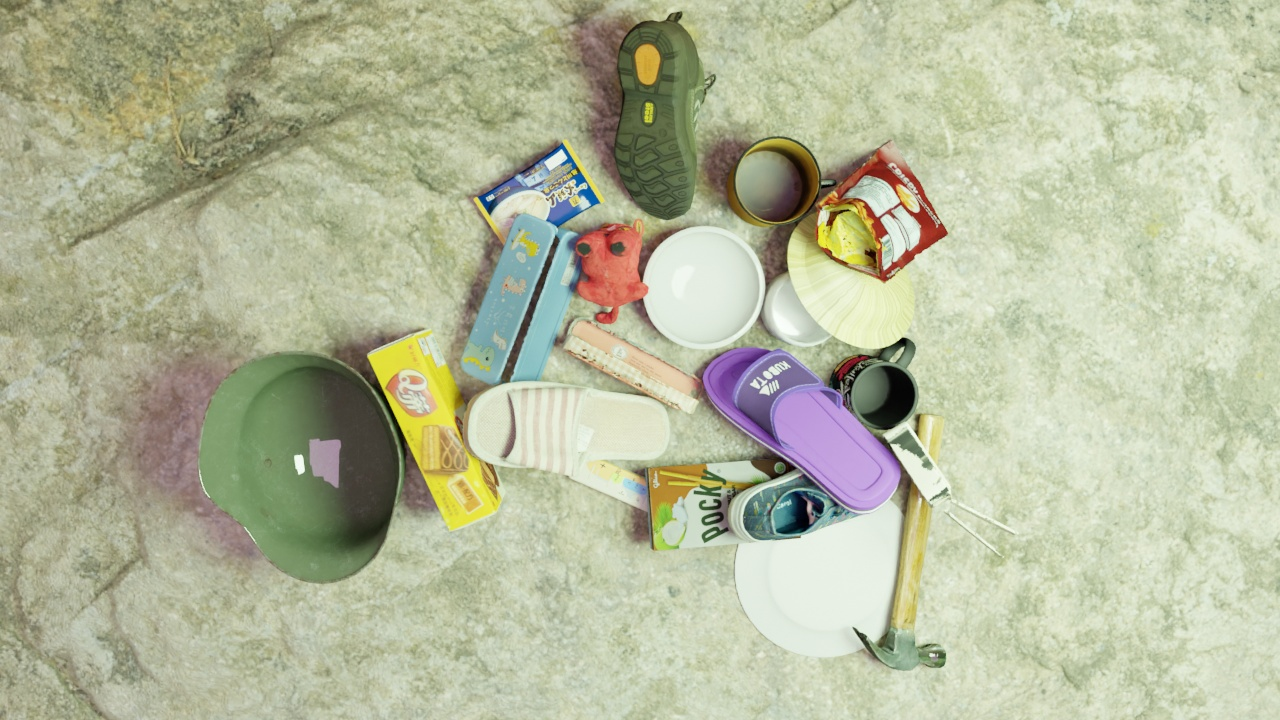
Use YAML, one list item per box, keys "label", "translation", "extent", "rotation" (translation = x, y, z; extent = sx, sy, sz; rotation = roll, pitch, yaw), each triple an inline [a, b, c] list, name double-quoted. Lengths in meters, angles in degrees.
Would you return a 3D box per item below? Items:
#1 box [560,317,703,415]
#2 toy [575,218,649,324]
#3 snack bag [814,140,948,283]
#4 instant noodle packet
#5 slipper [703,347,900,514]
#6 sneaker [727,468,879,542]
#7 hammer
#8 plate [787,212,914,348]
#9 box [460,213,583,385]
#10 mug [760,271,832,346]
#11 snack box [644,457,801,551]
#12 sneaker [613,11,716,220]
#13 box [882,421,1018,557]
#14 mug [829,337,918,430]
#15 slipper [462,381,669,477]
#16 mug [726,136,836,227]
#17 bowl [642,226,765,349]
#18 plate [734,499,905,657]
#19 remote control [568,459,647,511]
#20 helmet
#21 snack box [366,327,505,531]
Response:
- label: "box"
  translation: [-0.007, 0.007, 1.134]
  extent: [0.187, 0.057, 0.070]
  rotation: [27, 62, -7]
- label: "toy"
  translation: [-0.028, -0.108, 1.119]
  extent: [0.088, 0.093, 0.133]
  rotation: [7, 123, 7]
- label: "snack bag"
  translation: [0.294, -0.175, 1.083]
  extent: [0.139, 0.067, 0.207]
  rotation: [51, 50, 1]
- label: "instant noodle packet"
  translation: [-0.123, -0.196, 1.120]
  extent: [0.134, 0.026, 0.087]
  rotation: [-33, 101, 0]
- label: "slipper"
  translation: [0.188, 0.063, 1.073]
  extent: [0.107, 0.084, 0.266]
  rotation: [-42, 65, -12]
- label: "sneaker"
  translation: [0.221, 0.165, 1.113]
  extent: [0.235, 0.079, 0.087]
  rotation: [-10, 88, -27]
- label: "hammer"
  translation: [0.351, 0.233, 1.178]
  extent: [0.132, 0.033, 0.330]
  rotation: [7, 92, -18]
- label: "plate"
  translation: [0.264, -0.107, 1.094]
  extent: [0.184, 0.036, 0.184]
  rotation: [10, 64, -22]
- label: "box"
  translation: [-0.139, -0.068, 1.119]
  extent: [0.086, 0.073, 0.209]
  rotation: [24, 97, 19]
- label: "mug"
  translation: [0.208, -0.064, 1.130]
  extent: [0.115, 0.068, 0.094]
  rotation: [2, 96, -3]
- label: "snack box"
  translation: [0.103, 0.178, 1.149]
  extent: [0.186, 0.032, 0.101]
  rotation: [-3, 85, -8]
- label: "sneaker"
  translation: [0.030, -0.298, 1.092]
  extent: [0.101, 0.142, 0.238]
  rotation: [9, 129, 16]
- label: "box"
  translation: [0.358, 0.152, 1.071]
  extent: [0.058, 0.144, 0.187]
  rotation: [-42, 71, 7]
- label: "mug"
  translation: [0.295, 0.022, 1.128]
  extent: [0.082, 0.098, 0.118]
  rotation: [34, 93, -6]
- label: "slipper"
  translation: [-0.078, 0.082, 1.091]
  extent: [0.262, 0.052, 0.115]
  rotation: [3, 81, -27]
- label: "mug"
  translation: [0.168, -0.210, 1.099]
  extent: [0.124, 0.094, 0.100]
  rotation: [-1, 95, -1]
- label: "bowl"
  translation: [0.076, -0.089, 1.133]
  extent: [0.149, 0.043, 0.149]
  rotation: [0, 96, -3]
- label: "plate"
  translation: [0.243, 0.272, 1.191]
  extent: [0.242, 0.016, 0.242]
  rotation: [0, 96, -3]
- label: "remote control"
  translation: [-0.031, 0.153, 1.165]
  extent: [0.125, 0.018, 0.038]
  rotation: [24, 94, -3]
- label: "helmet"
  translation: [-0.366, 0.117, 1.074]
  extent: [0.227, 0.153, 0.268]
  rotation: [-5, 94, 4]
- label: "snack box"
  translation: [-0.240, 0.080, 1.099]
  extent: [0.061, 0.110, 0.230]
  rotation: [-23, 96, 0]
